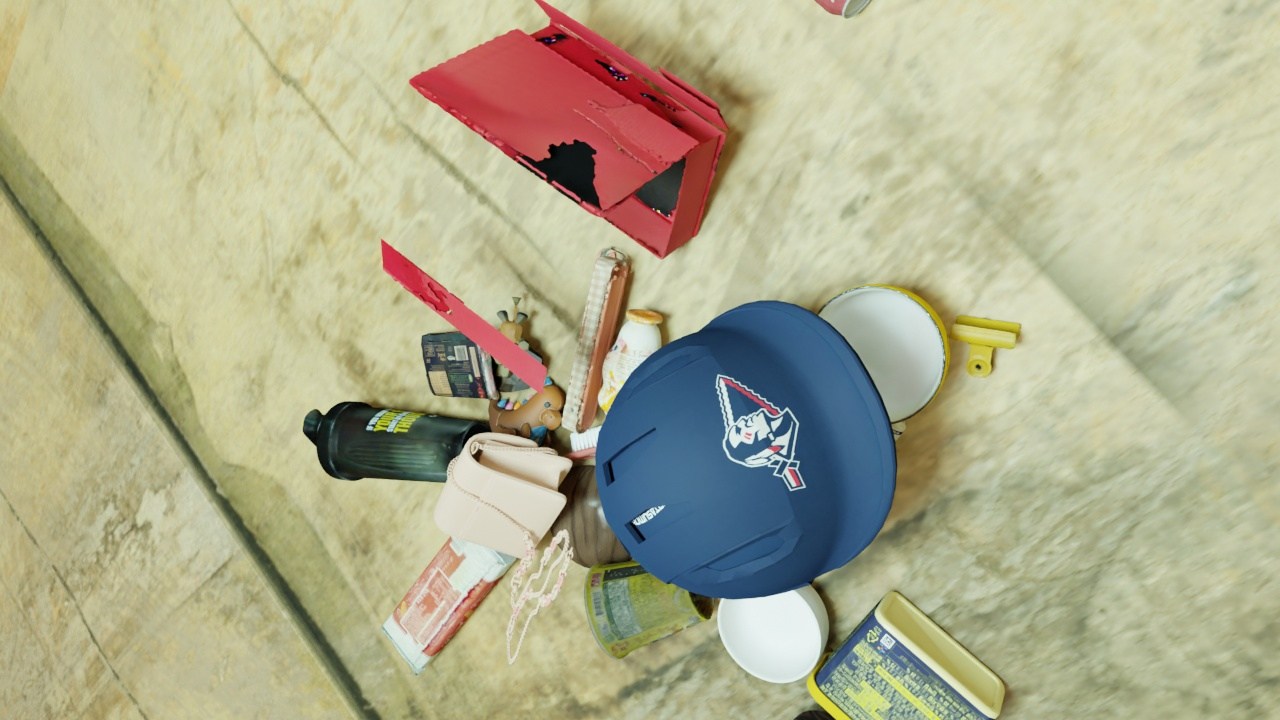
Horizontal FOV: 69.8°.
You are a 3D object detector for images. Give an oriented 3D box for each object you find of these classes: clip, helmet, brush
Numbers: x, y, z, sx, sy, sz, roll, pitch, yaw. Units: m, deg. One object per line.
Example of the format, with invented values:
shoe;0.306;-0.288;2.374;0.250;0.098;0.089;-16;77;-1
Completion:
clip;0.282;-0.011;0.758;0.054;0.045;0.048;12;81;25
helmet;0.081;0.077;0.749;0.273;0.222;0.232;-39;70;39
brush;-0.070;0.094;0.976;0.173;0.041;0.030;-17;74;33

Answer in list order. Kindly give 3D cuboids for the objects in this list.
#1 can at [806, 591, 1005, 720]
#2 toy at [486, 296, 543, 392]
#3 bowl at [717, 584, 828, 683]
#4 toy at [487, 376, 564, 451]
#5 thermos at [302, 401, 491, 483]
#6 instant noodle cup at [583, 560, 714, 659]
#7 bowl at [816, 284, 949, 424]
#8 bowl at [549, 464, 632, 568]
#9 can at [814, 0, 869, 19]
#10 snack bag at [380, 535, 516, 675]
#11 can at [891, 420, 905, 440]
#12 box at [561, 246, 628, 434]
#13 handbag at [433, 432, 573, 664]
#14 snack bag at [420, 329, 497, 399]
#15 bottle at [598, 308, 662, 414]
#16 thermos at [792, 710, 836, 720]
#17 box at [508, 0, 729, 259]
can;0.237;0.292;0.820;0.135;0.075;0.104;40;114;17
toy;-0.137;-0.017;0.975;0.076;0.062;0.100;8;98;17
bowl;0.131;0.249;0.882;0.105;0.054;0.105;5;100;28
toy;-0.126;0.050;0.999;0.090;0.070;0.103;-45;54;15
thermos;-0.281;0.100;1.066;0.221;0.098;0.098;2;101;23
instant noodle cup;0.012;0.241;0.930;0.108;0.102;0.102;-21;90;21
bowl;0.205;-0.009;0.779;0.117;0.067;0.117;6;103;28
bowl;-0.057;0.174;0.984;0.119;0.032;0.119;6;103;28
can;0.148;-0.329;0.753;0.096;0.053;0.054;47;118;13
snack bag;-0.232;0.281;1.102;0.077;0.041;0.226;46;120;14
can;0.198;0.082;0.822;0.032;0.032;0.095;41;117;16
box;-0.050;-0.020;0.924;0.078;0.054;0.187;-130;50;-65
handbag;-0.148;0.178;0.919;0.116;0.186;0.199;17;140;-15
snack bag;-0.202;0.005;1.006;0.155;0.018;0.074;0;102;55
bottle;-0.005;0.005;0.902;0.063;0.063;0.109;19;111;25
thermos;0.132;0.458;0.866;0.173;0.172;0.226;40;110;17
box;-0.042;-0.249;0.726;0.211;0.410;0.107;38;78;17
